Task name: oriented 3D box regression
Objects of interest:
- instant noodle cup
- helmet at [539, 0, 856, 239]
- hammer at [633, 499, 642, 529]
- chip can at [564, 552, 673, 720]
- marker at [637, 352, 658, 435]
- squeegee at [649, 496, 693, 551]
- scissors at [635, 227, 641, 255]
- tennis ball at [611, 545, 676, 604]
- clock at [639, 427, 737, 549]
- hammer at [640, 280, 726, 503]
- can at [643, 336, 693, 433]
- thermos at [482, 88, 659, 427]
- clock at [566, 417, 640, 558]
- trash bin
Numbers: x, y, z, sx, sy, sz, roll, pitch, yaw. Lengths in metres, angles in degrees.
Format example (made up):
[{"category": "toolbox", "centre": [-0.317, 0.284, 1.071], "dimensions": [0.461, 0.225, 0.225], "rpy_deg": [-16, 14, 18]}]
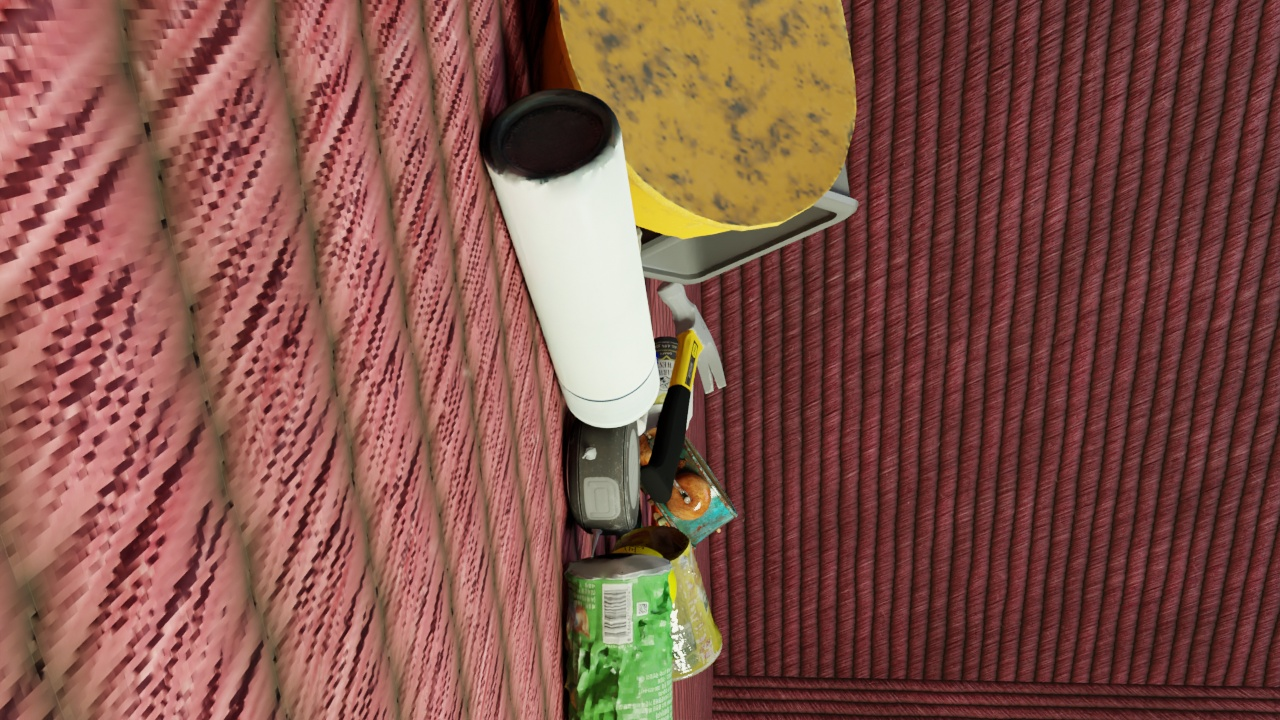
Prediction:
[{"category": "instant noodle cup", "centre": [0.016, 0.208, 0.806], "dimensions": [0.102, 0.102, 0.108], "rpy_deg": [-75, 158, -68]}, {"category": "helmet", "centre": [0.018, -0.177, 0.582], "dimensions": [0.132, 0.205, 0.254], "rpy_deg": [-30, -134, 56]}, {"category": "hammer", "centre": [-0.007, 0.154, 0.872], "dimensions": [0.130, 0.032, 0.319], "rpy_deg": [-83, 169, -49]}, {"category": "chip can", "centre": [-0.014, 0.240, 0.602], "dimensions": [0.075, 0.075, 0.223], "rpy_deg": [25, 65, -83]}, {"category": "marker", "centre": [0.000, 0.031, 0.970], "dimensions": [0.023, 0.027, 0.133], "rpy_deg": [45, 25, -20]}, {"category": "squeegee", "centre": [0.034, 0.208, 1.066], "dimensions": [0.250, 0.055, 0.184], "rpy_deg": [146, -71, -75]}, {"category": "scissors", "centre": [-0.020, -0.057, 0.707], "dimensions": [0.179, 0.015, 0.199], "rpy_deg": [166, -82, -77]}, {"category": "tennis ball", "centre": [-0.004, 0.179, 0.723], "dimensions": [0.065, 0.065, 0.065], "rpy_deg": [0, 89, -84]}, {"category": "clock", "centre": [0.036, 0.130, 0.958], "dimensions": [0.121, 0.073, 0.157], "rpy_deg": [57, 3, 29]}, {"category": "hammer", "centre": [0.039, 0.034, 0.933], "dimensions": [0.127, 0.029, 0.322], "rpy_deg": [57, 23, -22]}, {"category": "can", "centre": [0.028, 0.034, 1.046], "dimensions": [0.127, 0.064, 0.064], "rpy_deg": [-85, 171, -45]}, {"category": "thermos", "centre": [-0.030, -0.043, 0.519], "dimensions": [0.230, 0.068, 0.067], "rpy_deg": [78, 12, -56]}, {"category": "clock", "centre": [-0.026, 0.074, 0.642], "dimensions": [0.122, 0.044, 0.091], "rpy_deg": [-74, 162, -69]}, {"category": "trash bin", "centre": [0.059, -0.196, 0.736], "dimensions": [0.097, 0.192, 0.219], "rpy_deg": [6, 72, -40]}]
